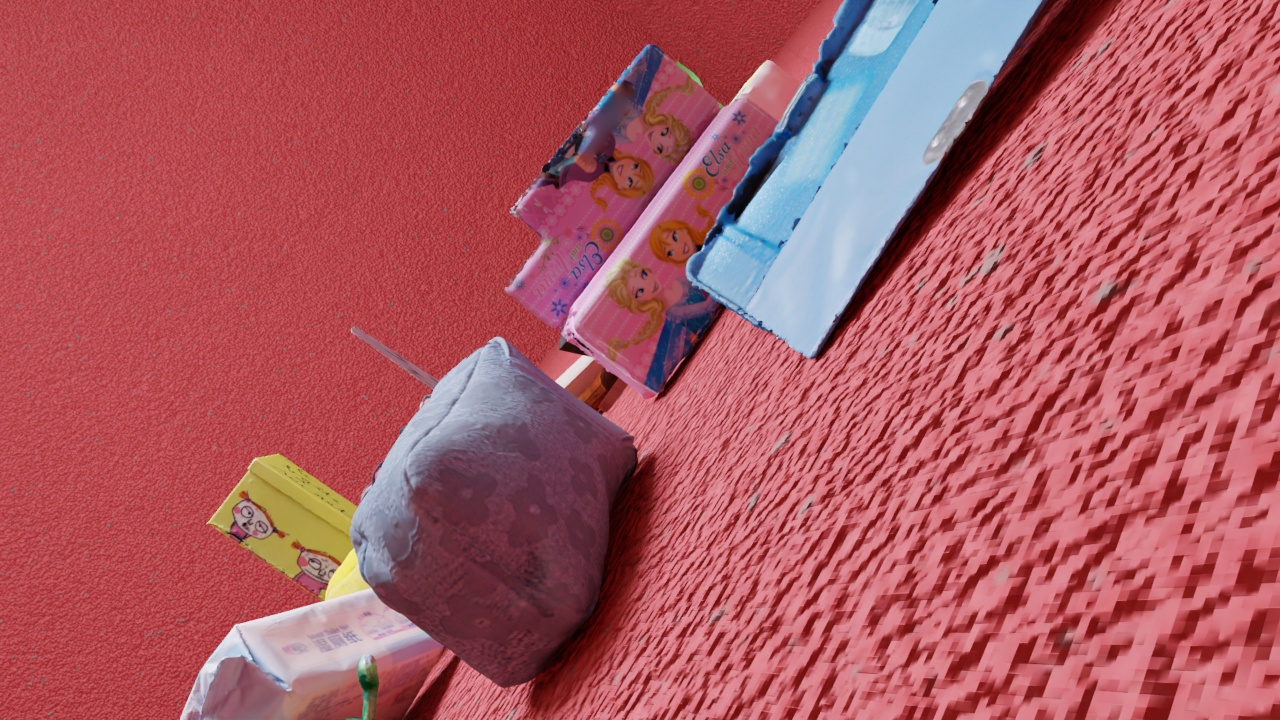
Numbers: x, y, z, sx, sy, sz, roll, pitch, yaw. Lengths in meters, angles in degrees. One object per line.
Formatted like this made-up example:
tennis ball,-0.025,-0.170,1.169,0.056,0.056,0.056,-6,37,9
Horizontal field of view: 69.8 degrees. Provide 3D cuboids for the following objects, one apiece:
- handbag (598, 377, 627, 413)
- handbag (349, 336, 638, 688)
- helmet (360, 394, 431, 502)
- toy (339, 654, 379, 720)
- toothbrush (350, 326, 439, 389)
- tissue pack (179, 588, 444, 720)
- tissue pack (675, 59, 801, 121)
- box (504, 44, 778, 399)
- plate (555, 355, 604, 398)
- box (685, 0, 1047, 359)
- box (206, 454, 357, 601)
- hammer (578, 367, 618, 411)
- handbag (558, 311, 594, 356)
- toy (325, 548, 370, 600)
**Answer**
handbag,-0.004,0.004,0.753,0.120,0.029,0.055,-54,2,38
handbag,-0.073,0.075,0.459,0.119,0.122,0.191,-49,12,22
helmet,-0.298,0.180,1.245,0.231,0.152,0.254,-37,18,56
toy,-0.190,0.259,0.499,0.193,0.072,0.130,-60,5,12
toothbrush,-0.099,0.031,0.566,0.010,0.181,0.010,-41,18,45
tissue pack,-0.207,0.207,0.568,0.112,0.070,0.181,-58,-23,11
tissue pack,0.058,-0.201,0.877,0.198,0.141,0.120,-45,10,47
box,0.010,-0.108,0.647,0.230,0.159,0.035,-55,5,-19
plate,-0.076,0.032,0.984,0.189,0.027,0.188,-43,5,5
box,0.114,-0.113,0.433,0.232,0.033,0.174,-58,22,8
box,-0.283,0.179,0.867,0.080,0.221,0.124,-53,5,-11
hammer,-0.102,0.096,0.900,0.302,0.028,0.110,-46,8,41
handbag,-0.003,-0.122,0.826,0.176,0.072,0.195,139,139,-59
toy,-0.170,0.167,0.740,0.207,0.092,0.134,-46,-21,-6
